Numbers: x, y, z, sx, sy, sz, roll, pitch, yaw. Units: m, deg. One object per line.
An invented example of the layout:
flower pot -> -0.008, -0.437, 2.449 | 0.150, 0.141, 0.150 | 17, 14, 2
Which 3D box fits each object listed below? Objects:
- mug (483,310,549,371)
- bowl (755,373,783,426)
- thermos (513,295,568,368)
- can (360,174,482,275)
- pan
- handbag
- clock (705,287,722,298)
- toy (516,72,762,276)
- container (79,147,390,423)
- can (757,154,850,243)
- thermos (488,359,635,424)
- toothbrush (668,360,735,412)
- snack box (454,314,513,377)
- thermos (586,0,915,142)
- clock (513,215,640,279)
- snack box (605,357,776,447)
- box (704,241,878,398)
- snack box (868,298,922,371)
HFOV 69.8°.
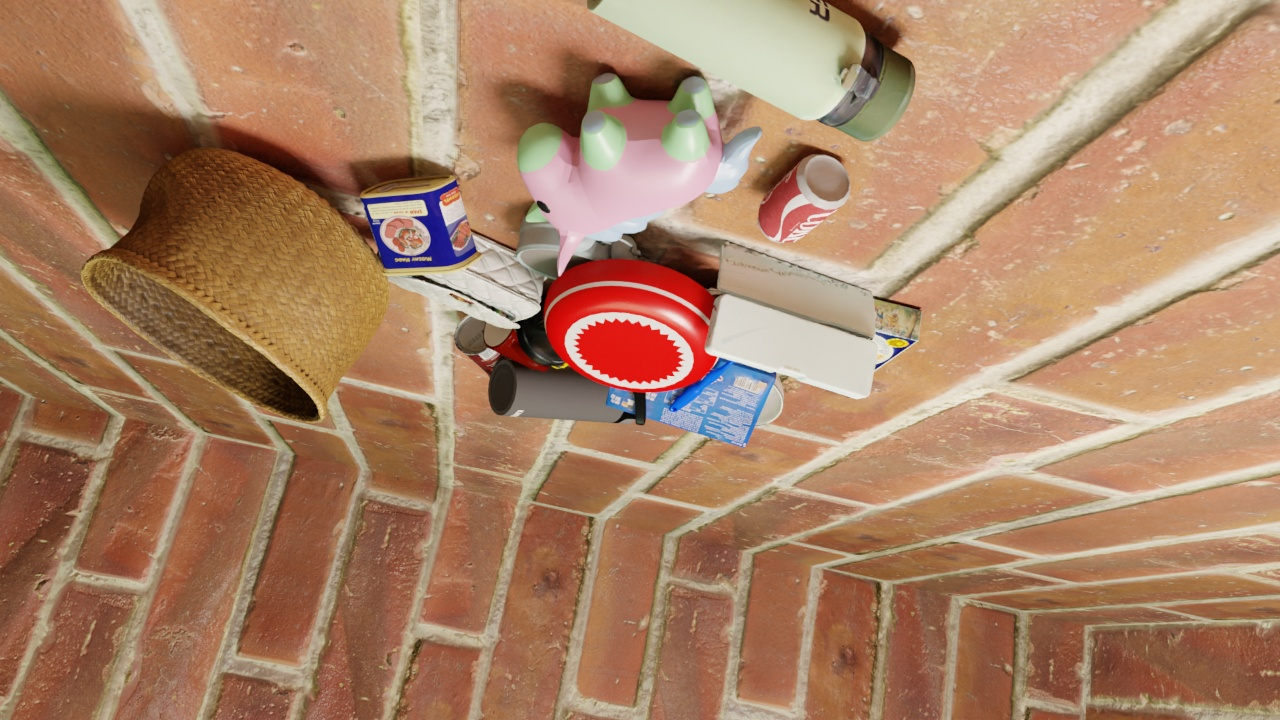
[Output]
mug -> -0.163, -0.025, 1.291 | 0.073, 0.105, 0.082 | -46, 133, 17
bowl -> 0.150, 0.033, 1.312 | 0.118, 0.062, 0.118 | 11, 138, 10
thermos -> -0.078, -0.054, 1.177 | 0.098, 0.098, 0.221 | 24, 153, -33
can -> -0.238, -0.146, 0.990 | 0.116, 0.056, 0.092 | 1, 118, 27
pan -> -0.007, 0.006, 1.100 | 0.209, 0.067, 0.357 | 8, 146, 6
handbag -> -0.223, -0.102, 1.144 | 0.194, 0.072, 0.139 | 23, 158, -30
clock -> 0.085, -0.061, 1.097 | 0.154, 0.065, 0.115 | 7, 168, -40
toy -> -0.006, -0.163, 0.802 | 0.222, 0.119, 0.171 | 4, 147, 9
container -> -0.441, -0.087, 1.048 | 0.307, 0.196, 0.307 | 25, 156, 12
can -> 0.148, -0.146, 0.843 | 0.054, 0.054, 0.097 | 16, 160, -14
thermos -> -0.109, 0.051, 1.412 | 0.240, 0.082, 0.082 | 7, 167, -38
toothbrush -> 0.087, 0.022, 1.163 | 0.016, 0.018, 0.183 | 37, 137, -9
snack box -> -0.224, -0.018, 1.388 | 0.072, 0.072, 0.121 | 4, 159, 19
thermos -> 0.083, -0.222, 0.624 | 0.231, 0.082, 0.082 | 20, 159, -23
clock -> -0.070, -0.124, 1.018 | 0.122, 0.045, 0.160 | 20, 166, -33
snack box -> 0.068, 0.020, 1.229 | 0.203, 0.069, 0.155 | 17, 139, 2
box -> 0.169, -0.043, 0.997 | 0.197, 0.134, 0.041 | 17, 163, -18
snack box -> 0.244, -0.036, 1.118 | 0.145, 0.042, 0.145 | 14, 162, -6
